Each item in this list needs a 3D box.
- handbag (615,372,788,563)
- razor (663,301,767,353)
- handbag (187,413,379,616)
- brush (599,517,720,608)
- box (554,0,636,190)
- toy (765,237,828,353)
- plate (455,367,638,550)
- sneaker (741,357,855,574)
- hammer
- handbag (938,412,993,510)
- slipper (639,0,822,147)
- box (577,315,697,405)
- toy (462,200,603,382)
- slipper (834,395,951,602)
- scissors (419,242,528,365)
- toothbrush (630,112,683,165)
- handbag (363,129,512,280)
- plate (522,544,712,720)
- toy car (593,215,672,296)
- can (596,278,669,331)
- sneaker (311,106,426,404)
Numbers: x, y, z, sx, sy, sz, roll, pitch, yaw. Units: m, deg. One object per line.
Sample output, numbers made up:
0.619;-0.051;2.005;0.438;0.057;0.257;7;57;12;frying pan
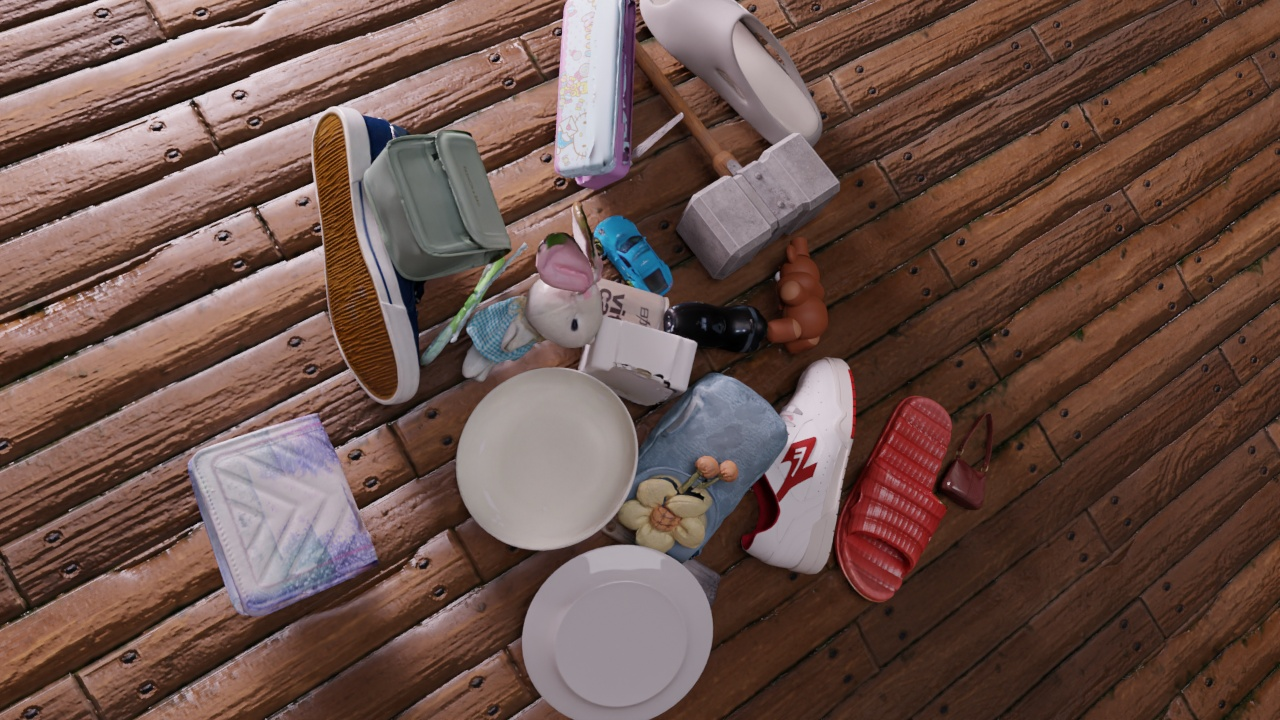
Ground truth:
0.059;0.109;0.916;0.122;0.118;0.192;41;93;0;handbag
0.082;-0.036;0.978;0.140;0.064;0.053;2;86;-47;razor
-0.326;0.140;0.838;0.126;0.069;0.158;-19;86;-34;handbag
0.019;0.206;0.956;0.151;0.012;0.038;32;72;-8;brush
-0.045;-0.295;0.991;0.065;0.078;0.214;16;72;-50;box
0.175;-0.077;1.034;0.095;0.065;0.127;32;51;-53;toy
-0.090;0.098;0.906;0.182;0.034;0.182;-3;70;9;plate
0.159;0.102;0.986;0.104;0.090;0.236;14;79;-7;sneaker
0.060;-0.265;1.032;0.162;0.083;0.317;-34;83;-20;hammer
0.394;0.113;1.083;0.055;0.029;0.119;32;67;-11;handbag
0.120;-0.355;1.052;0.266;0.081;0.112;46;62;-4;slipper
-0.008;0.017;0.936;0.107;0.103;0.091;13;78;-13;box
-0.097;-0.038;0.883;0.105;0.130;0.206;41;116;-7;toy
0.295;0.148;1.027;0.103;0.059;0.248;29;71;-10;slipper
-0.163;-0.055;0.894;0.173;0.171;0.021;-39;107;24;scissors
0.009;-0.223;0.945;0.010;0.182;0.010;-27;94;-23;toothbrush
-0.184;-0.146;0.846;0.106;0.067;0.122;-17;83;-36;handbag
-0.019;0.273;0.894;0.188;0.016;0.188;-1;99;-9;plate
-0.007;-0.113;0.999;0.048;0.032;0.105;-38;91;-19;toy car
-0.042;-0.059;0.964;0.135;0.054;0.054;16;75;-12;can
-0.234;-0.103;0.905;0.127;0.121;0.294;-1;77;-46;sneaker
